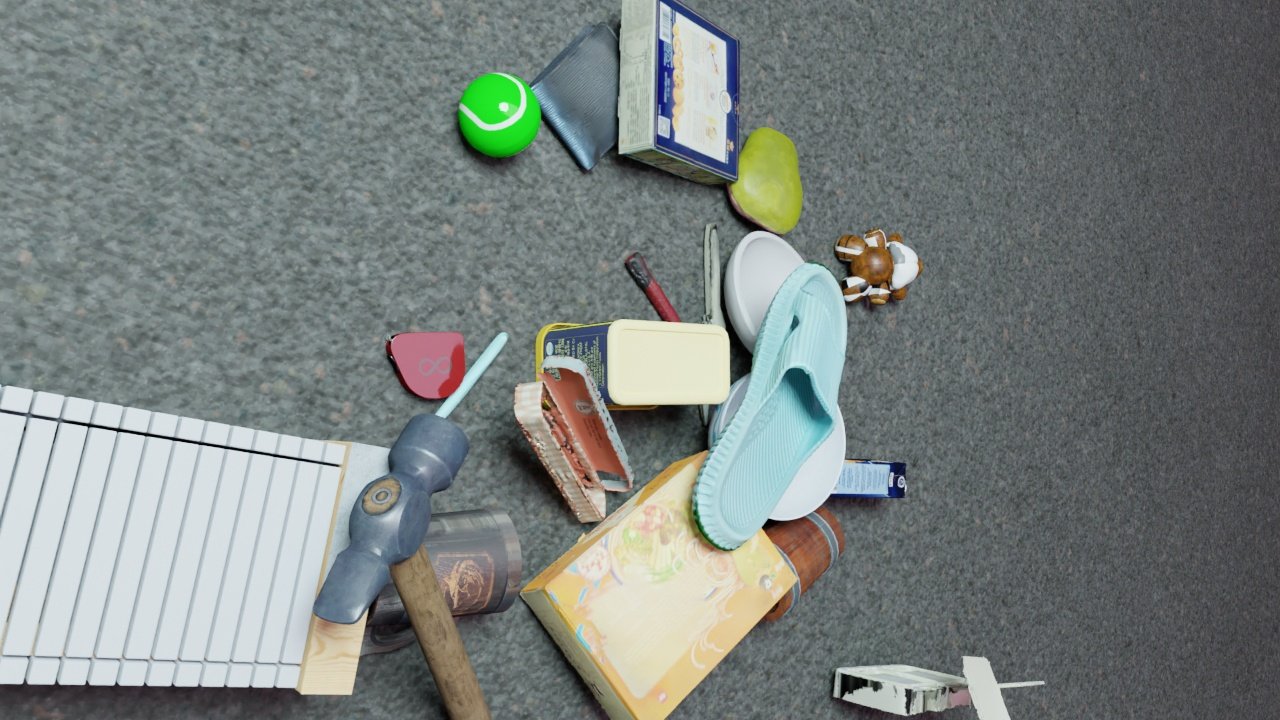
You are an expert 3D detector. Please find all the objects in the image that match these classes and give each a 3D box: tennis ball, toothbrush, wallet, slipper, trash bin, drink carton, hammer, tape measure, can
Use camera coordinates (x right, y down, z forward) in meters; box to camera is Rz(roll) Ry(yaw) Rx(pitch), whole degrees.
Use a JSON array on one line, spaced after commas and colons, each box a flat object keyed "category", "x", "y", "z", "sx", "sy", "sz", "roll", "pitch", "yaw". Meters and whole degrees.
[{"category": "tennis ball", "x": -0.112, "y": -0.196, "z": 0.733, "sx": 0.065, "sy": 0.065, "sz": 0.065, "roll": 2, "pitch": 86, "yaw": -38}, {"category": "toothbrush", "x": -0.156, "y": 0.046, "z": 0.718, "sx": 0.016, "sy": 0.016, "sz": 0.180, "roll": 45, "pitch": 62, "yaw": -24}, {"category": "wallet", "x": -0.041, "y": -0.237, "z": 0.817, "sx": 0.089, "sy": 0.026, "sz": 0.114, "roll": 50, "pitch": 60, "yaw": -27}, {"category": "slipper", "x": 0.130, "y": 0.039, "z": 0.789, "sx": 0.116, "sy": 0.070, "sz": 0.275, "roll": 47, "pitch": 62, "yaw": -38}, {"category": "trash bin", "x": -0.295, "y": 0.099, "z": 0.524, "sx": 0.246, "sy": 0.143, "sz": 0.142, "roll": 16, "pitch": 78, "yaw": -37}, {"category": "drink carton", "x": 0.220, "y": 0.124, "z": 0.979, "sx": 0.129, "sy": 0.064, "sz": 0.040, "roll": 7, "pitch": 86, "yaw": -37}, {"category": "hammer", "x": -0.132, "y": 0.189, "z": 0.606, "sx": 0.322, "sy": 0.040, "sz": 0.129, "roll": 86, "pitch": 19, "yaw": -44}, {"category": "tape measure", "x": -0.167, "y": 0.004, "z": 0.710, "sx": 0.058, "sy": 0.019, "sz": 0.051, "roll": -2, "pitch": 91, "yaw": -31}, {"category": "can", "x": -0.005, "y": 0.005, "z": 0.782, "sx": 0.135, "sy": 0.105, "sz": 0.075, "roll": 2, "pitch": 87, "yaw": -38}]

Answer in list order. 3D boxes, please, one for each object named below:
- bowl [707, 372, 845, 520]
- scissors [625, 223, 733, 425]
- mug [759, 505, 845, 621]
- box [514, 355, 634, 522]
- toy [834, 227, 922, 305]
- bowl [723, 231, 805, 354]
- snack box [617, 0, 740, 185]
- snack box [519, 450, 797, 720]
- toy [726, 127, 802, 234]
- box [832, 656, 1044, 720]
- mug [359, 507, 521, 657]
[{"category": "bowl", "x": 0.116, "y": 0.077, "z": 0.876, "sx": 0.143, "sy": 0.074, "sz": 0.144, "roll": 2, "pitch": 85, "yaw": -28}, {"category": "scissors", "x": 0.054, "y": -0.046, "z": 0.889, "sx": 0.198, "sy": 0.015, "sz": 0.179, "roll": 37, "pitch": 66, "yaw": -32}, {"category": "mug", "x": 0.137, "y": 0.178, "z": 0.905, "sx": 0.110, "sy": 0.082, "sz": 0.117, "roll": -27, "pitch": 96, "yaw": -40}, {"category": "box", "x": -0.048, "y": 0.070, "z": 0.731, "sx": 0.067, "sy": 0.056, "sz": 0.187, "roll": -23, "pitch": 141, "yaw": -1}, {"category": "toy", "x": 0.276, "y": -0.106, "z": 1.041, "sx": 0.112, "sy": 0.067, "sz": 0.087, "roll": -5, "pitch": 91, "yaw": -47}, {"category": "bowl", "x": 0.128, "y": -0.052, "z": 0.920, "sx": 0.149, "sy": 0.043, "sz": 0.149, "roll": 22, "pitch": 58, "yaw": -39}, {"category": "snack box", "x": 0.039, "y": -0.247, "z": 0.848, "sx": 0.144, "sy": 0.043, "sz": 0.144, "roll": 6, "pitch": 84, "yaw": -54}, {"category": "snack box", "x": 0.015, "y": 0.193, "z": 0.789, "sx": 0.194, "sy": 0.081, "sz": 0.145, "roll": -36, "pitch": 92, "yaw": -31}, {"category": "toy", "x": 0.131, "y": -0.186, "z": 0.932, "sx": 0.090, "sy": 0.051, "sz": 0.109, "roll": 25, "pitch": 67, "yaw": -22}, {"category": "box", "x": 0.315, "y": 0.337, "z": 0.967, "sx": 0.143, "sy": 0.181, "sz": 0.080, "roll": 15, "pitch": 77, "yaw": -44}, {"category": "mug", "x": -0.158, "y": 0.167, "z": 0.679, "sx": 0.107, "sy": 0.080, "sz": 0.116, "roll": 3, "pitch": 112, "yaw": -37}]
